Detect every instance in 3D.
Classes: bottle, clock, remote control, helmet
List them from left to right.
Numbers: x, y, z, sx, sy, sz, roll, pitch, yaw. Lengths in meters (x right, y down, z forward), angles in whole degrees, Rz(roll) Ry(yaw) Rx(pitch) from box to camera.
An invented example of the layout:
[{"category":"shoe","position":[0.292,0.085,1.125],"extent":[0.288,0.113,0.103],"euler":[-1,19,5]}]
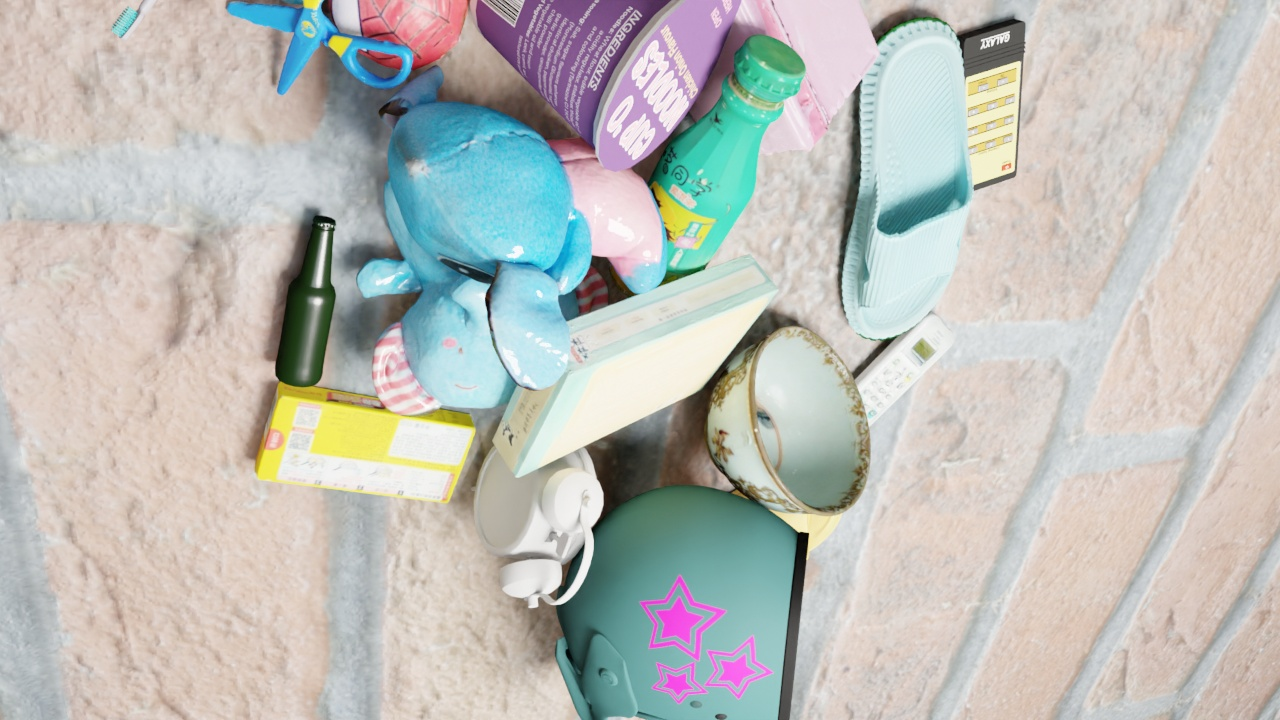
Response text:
[{"category":"bottle","position":[-0.230,-0.041,0.639],"extent":[0.033,0.033,0.123],"euler":[7,116,-25]},{"category":"clock","position":[-0.076,0.122,0.723],"extent":[0.061,0.159,0.120],"euler":[14,113,-38]},{"category":"helmet","position":[0.028,0.229,0.757],"extent":[0.200,0.176,0.275],"euler":[6,120,12]},{"category":"bottle","position":[0.044,-0.124,0.628],"extent":[0.068,0.068,0.210],"euler":[4,143,-24]},{"category":"remote control","position":[0.233,0.011,0.860],"extent":[0.133,0.022,0.050],"euler":[-47,124,9]},{"category":"remote control","position":[0.286,-0.206,0.756],"extent":[0.058,0.013,0.133],"euler":[-20,124,-10]}]

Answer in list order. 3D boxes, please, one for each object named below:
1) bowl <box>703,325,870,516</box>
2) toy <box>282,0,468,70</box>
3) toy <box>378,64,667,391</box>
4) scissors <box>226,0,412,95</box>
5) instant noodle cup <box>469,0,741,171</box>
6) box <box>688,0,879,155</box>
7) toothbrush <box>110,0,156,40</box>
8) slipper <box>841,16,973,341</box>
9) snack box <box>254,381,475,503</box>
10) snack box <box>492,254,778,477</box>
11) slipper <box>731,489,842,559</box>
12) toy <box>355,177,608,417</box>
[{"category":"bowl","position":[0.112,0.060,0.784],"extent":[0.160,0.159,0.094],"euler":[30,146,-33]},{"category":"toy","position":[-0.162,-0.230,0.537],"extent":[0.133,0.062,0.092],"euler":[25,107,-21]},{"category":"toy","position":[-0.063,-0.090,0.571],"extent":[0.191,0.224,0.099],"euler":[-1,143,-46]},{"category":"scissors","position":[-0.189,-0.199,0.528],"extent":[0.125,0.016,0.123],"euler":[15,131,14]},{"category":"instant noodle cup","position":[-0.026,-0.206,0.554],"extent":[0.137,0.122,0.121],"euler":[-52,168,7]},{"category":"box","position":[0.061,-0.260,0.611],"extent":[0.232,0.107,0.115],"euler":[51,59,-34]},{"category":"toothbrush","position":[-0.228,-0.251,0.500],"extent":[0.188,0.018,0.019],"euler":[-54,146,0]},{"category":"slipper","position":[0.225,-0.132,0.745],"extent":[0.116,0.069,0.277],"euler":[-17,123,-15]},{"category":"snack box","position":[-0.212,0.066,0.714],"extent":[0.152,0.025,0.075],"euler":[13,114,-28]},{"category":"snack box","position":[-0.004,0.004,0.672],"extent":[0.193,0.044,0.142],"euler":[-23,158,-34]},{"category":"slipper","position":[0.082,0.188,0.872],"extent":[0.263,0.078,0.100],"euler":[-17,124,-9]},{"category":"toy","position":[-0.115,-0.050,0.641],"extent":[0.183,0.115,0.181],"euler":[-24,112,-12]}]
